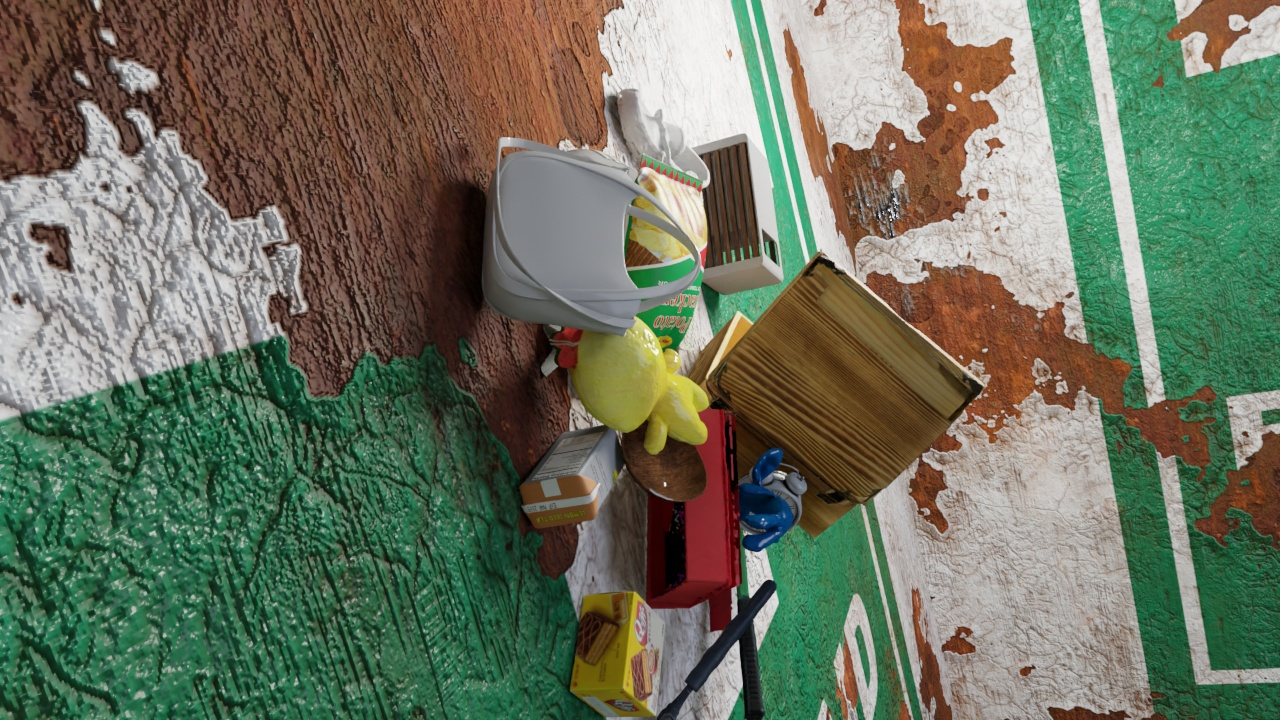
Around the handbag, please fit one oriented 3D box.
[{"bbox_3d":[-0.041,-0.128,0.913,0.096,0.222,0.215,130,-37,-61],"label":"handbag"}]

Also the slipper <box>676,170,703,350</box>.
[{"bbox_3d":[0.055,-0.145,1.345,0.115,0.052,0.263,11,81,-68],"label":"slipper"}]

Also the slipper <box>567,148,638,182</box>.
[{"bbox_3d":[-0.015,-0.205,1.169,0.265,0.081,0.113,10,74,-66],"label":"slipper"}]

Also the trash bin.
[{"bbox_3d":[0.155,-0.241,1.536,0.114,0.115,0.228,21,61,-63],"label":"trash bin"}]

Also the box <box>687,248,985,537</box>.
[{"bbox_3d":[0.251,0.029,1.256,0.279,0.336,0.285,40,34,-5],"label":"box"}]

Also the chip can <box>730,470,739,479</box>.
[{"bbox_3d":[0.172,0.122,1.475,0.069,0.069,0.220,23,60,-63],"label":"chip can"}]

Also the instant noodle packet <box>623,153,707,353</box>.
[{"bbox_3d":[0.019,-0.105,1.109,0.195,0.090,0.253,-4,105,-66],"label":"instant noodle packet"}]

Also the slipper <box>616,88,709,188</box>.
[{"bbox_3d":[0.034,-0.318,1.362,0.246,0.075,0.112,37,31,-55],"label":"slipper"}]

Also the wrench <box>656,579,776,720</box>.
[{"bbox_3d":[0.082,0.357,1.088,0.272,0.022,0.074,-42,166,-33],"label":"wrench"}]

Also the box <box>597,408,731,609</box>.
[{"bbox_3d":[0.016,0.170,1.071,0.153,0.165,0.213,10,63,-18],"label":"box"}]

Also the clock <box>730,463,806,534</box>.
[{"bbox_3d":[0.172,0.183,1.219,0.035,0.094,0.123,-82,-171,-56],"label":"clock"}]

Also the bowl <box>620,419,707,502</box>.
[{"bbox_3d":[0.020,0.112,0.986,0.114,0.026,0.102,9,49,-40],"label":"bowl"}]

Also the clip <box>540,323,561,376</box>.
[{"bbox_3d":[-0.078,-0.026,0.996,0.101,0.058,0.052,-46,138,-54],"label":"clip"}]

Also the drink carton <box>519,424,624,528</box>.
[{"bbox_3d":[-0.065,0.115,0.925,0.124,0.076,0.048,-55,130,-65],"label":"drink carton"}]

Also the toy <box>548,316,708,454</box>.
[{"bbox_3d":[-0.001,0.020,0.963,0.207,0.092,0.133,39,40,-39],"label":"toy"}]

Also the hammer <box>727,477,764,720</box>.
[{"bbox_3d":[0.142,0.328,1.257,0.130,0.032,0.318,93,-3,-50],"label":"hammer"}]

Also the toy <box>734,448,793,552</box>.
[{"bbox_3d":[0.149,0.172,1.107,0.176,0.071,0.113,-80,180,-77],"label":"toy"}]

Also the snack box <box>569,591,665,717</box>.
[{"bbox_3d":[-0.021,0.305,0.953,0.083,0.061,0.105,56,32,-44],"label":"snack box"}]
